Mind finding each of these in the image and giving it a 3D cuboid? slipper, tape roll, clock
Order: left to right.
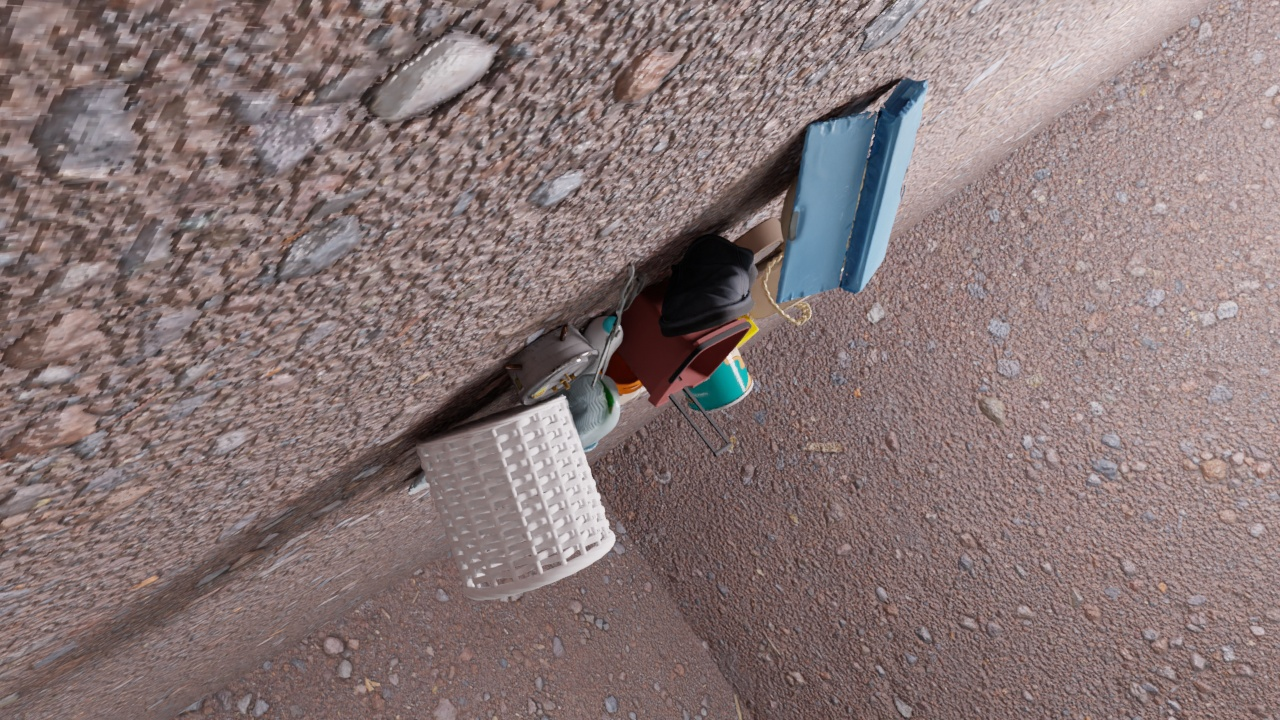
[{"bbox_3d":[-0.098,0.008,1.046,0.104,0.056,0.148,-34,171,-1],"label":"clock"},{"bbox_3d":[-0.083,0.074,1.198,0.074,0.104,0.246,-1,168,-31],"label":"slipper"},{"bbox_3d":[0.074,-0.100,1.044,0.109,0.083,0.265,-14,-163,18],"label":"slipper"},{"bbox_3d":[0.155,-0.153,1.244,0.093,0.030,0.094,-34,174,-5],"label":"tape roll"}]

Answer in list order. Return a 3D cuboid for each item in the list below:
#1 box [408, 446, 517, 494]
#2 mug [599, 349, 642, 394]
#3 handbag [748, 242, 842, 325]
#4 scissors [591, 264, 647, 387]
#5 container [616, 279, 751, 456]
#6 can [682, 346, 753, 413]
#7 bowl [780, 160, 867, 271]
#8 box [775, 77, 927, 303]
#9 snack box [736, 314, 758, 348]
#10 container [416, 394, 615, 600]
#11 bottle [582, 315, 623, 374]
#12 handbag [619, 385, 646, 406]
[{"bbox_3d":[-0.232,0.153,1.341,0.200,0.111,0.102,-25,143,-58],"label":"box"},{"bbox_3d":[-0.008,0.007,1.278,0.096,0.112,0.077,98,5,-81],"label":"mug"},{"bbox_3d":[0.241,-0.140,1.356,0.211,0.103,0.208,-35,-172,2],"label":"handbag"},{"bbox_3d":[-0.028,-0.039,1.003,0.153,0.014,0.130,-63,170,0],"label":"scissors"},{"bbox_3d":[0.071,0.003,1.146,0.147,0.201,0.127,-25,158,-51],"label":"container"},{"bbox_3d":[0.086,-0.012,1.294,0.099,0.144,0.099,-22,-158,9],"label":"can"},{"bbox_3d":[0.217,-0.179,1.076,0.150,0.075,0.151,-32,142,-29],"label":"bowl"},{"bbox_3d":[0.234,-0.169,0.986,0.174,0.060,0.232,-30,142,-28],"label":"box"},{"bbox_3d":[0.115,-0.061,1.388,0.061,0.105,0.084,-36,175,-14],"label":"snack box"},{"bbox_3d":[-0.147,0.157,1.083,0.189,0.187,0.189,-18,-177,1],"label":"container"},{"bbox_3d":[-0.051,-0.021,1.116,0.044,0.044,0.136,-32,173,-24],"label":"bottle"},{"bbox_3d":[0.014,0.024,1.521,0.175,0.062,0.198,-30,-175,-39],"label":"handbag"}]
